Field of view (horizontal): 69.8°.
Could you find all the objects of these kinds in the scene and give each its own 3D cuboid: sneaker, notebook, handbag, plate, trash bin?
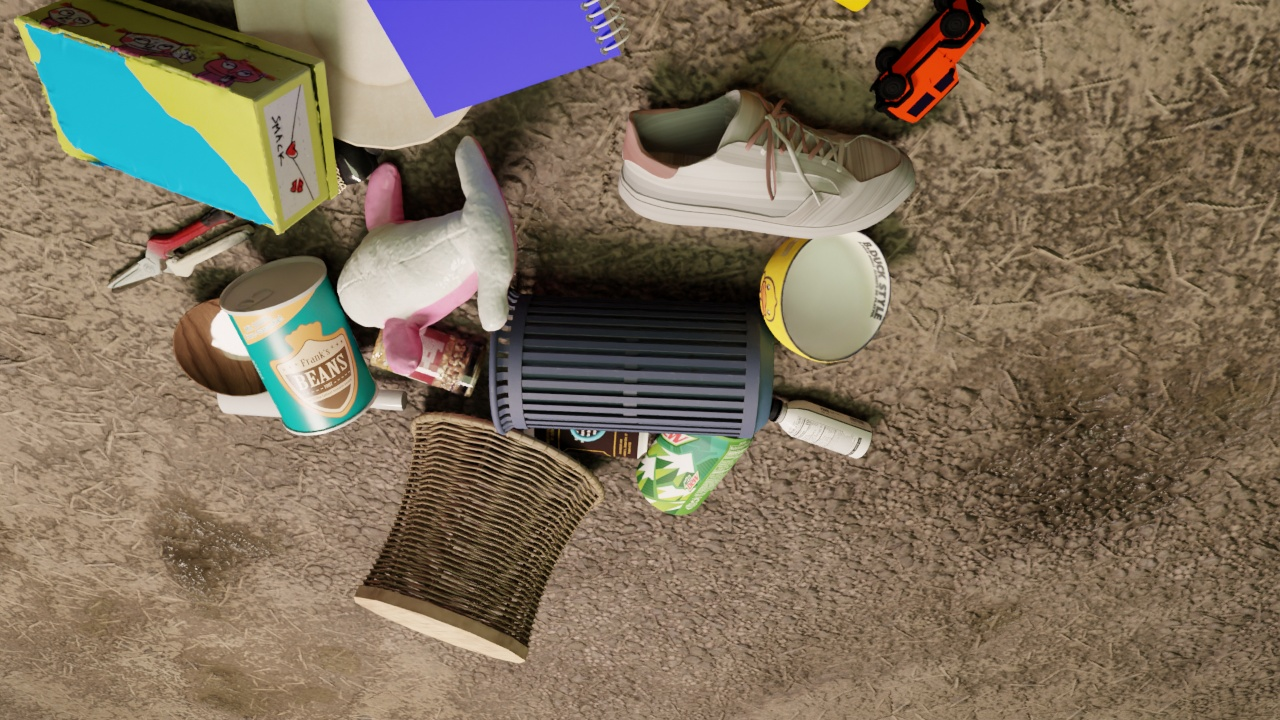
[{"bbox_3d":[0.095,-0.161,0.709,0.236,0.099,0.089,2,150,8],"label":"sneaker"},{"bbox_3d":[-0.120,-0.282,0.615,0.172,0.022,0.209,-10,127,24],"label":"notebook"},{"bbox_3d":[-0.285,-0.180,0.776,0.129,0.054,0.079,-9,122,20],"label":"handbag"},{"bbox_3d":[-0.205,-0.252,0.691,0.189,0.027,0.189,1,128,2],"label":"plate"},{"bbox_3d":[-0.005,0.005,0.862,0.249,0.139,0.139,2,135,2],"label":"trash bin"}]

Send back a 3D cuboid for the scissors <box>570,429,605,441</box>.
[{"bbox_3d":[-0.026,0.036,0.931,0.139,0.118,0.015,8,169,9],"label":"scissors"}]

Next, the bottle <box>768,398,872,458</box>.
[{"bbox_3d":[0.185,0.068,0.969,0.116,0.041,0.041,19,134,-12],"label":"bottle"}]

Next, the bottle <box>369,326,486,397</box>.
[{"bbox_3d":[-0.215,-0.005,0.933,0.105,0.056,0.056,20,134,-13],"label":"bottle"}]

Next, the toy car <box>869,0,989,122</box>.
[{"bbox_3d":[0.211,-0.220,0.667,0.049,0.051,0.100,30,132,-18],"label":"toy car"}]

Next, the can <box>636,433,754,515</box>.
[{"bbox_3d":[0.059,0.095,0.982,0.083,0.082,0.144,20,134,-13],"label":"can"}]

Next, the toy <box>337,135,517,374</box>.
[{"bbox_3d":[-0.173,-0.086,0.807,0.127,0.186,0.266,-7,176,-41],"label":"toy"}]

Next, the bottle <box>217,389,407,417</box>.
[{"bbox_3d":[-0.352,0.038,0.995,0.195,0.052,0.053,3,135,4],"label":"bottle"}]

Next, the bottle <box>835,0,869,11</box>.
[{"bbox_3d":[0.097,-0.289,0.617,0.143,0.043,0.043,23,133,-16],"label":"bottle"}]

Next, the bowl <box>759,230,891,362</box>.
[{"bbox_3d":[0.153,-0.061,0.809,0.117,0.068,0.117,-6,104,-25],"label":"bowl"}]

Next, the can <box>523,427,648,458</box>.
[{"bbox_3d":[-0.055,0.063,0.971,0.128,0.071,0.072,5,136,2],"label":"can"}]

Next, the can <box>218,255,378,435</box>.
[{"bbox_3d":[-0.328,-0.014,0.891,0.099,0.099,0.144,-5,125,12],"label":"can"}]

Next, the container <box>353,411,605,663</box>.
[{"bbox_3d":[-0.176,0.194,0.980,0.227,0.195,0.227,16,155,8],"label":"container"}]

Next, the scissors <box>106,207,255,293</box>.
[{"bbox_3d":[-0.458,-0.106,0.889,0.189,0.015,0.140,4,137,2],"label":"scissors"}]

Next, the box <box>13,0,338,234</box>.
[{"bbox_3d":[-0.350,-0.194,0.704,0.221,0.079,0.125,21,134,15],"label":"box"}]

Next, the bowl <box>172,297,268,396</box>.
[{"bbox_3d":[-0.412,-0.020,0.943,0.119,0.032,0.119,-7,125,-11],"label":"bowl"}]
